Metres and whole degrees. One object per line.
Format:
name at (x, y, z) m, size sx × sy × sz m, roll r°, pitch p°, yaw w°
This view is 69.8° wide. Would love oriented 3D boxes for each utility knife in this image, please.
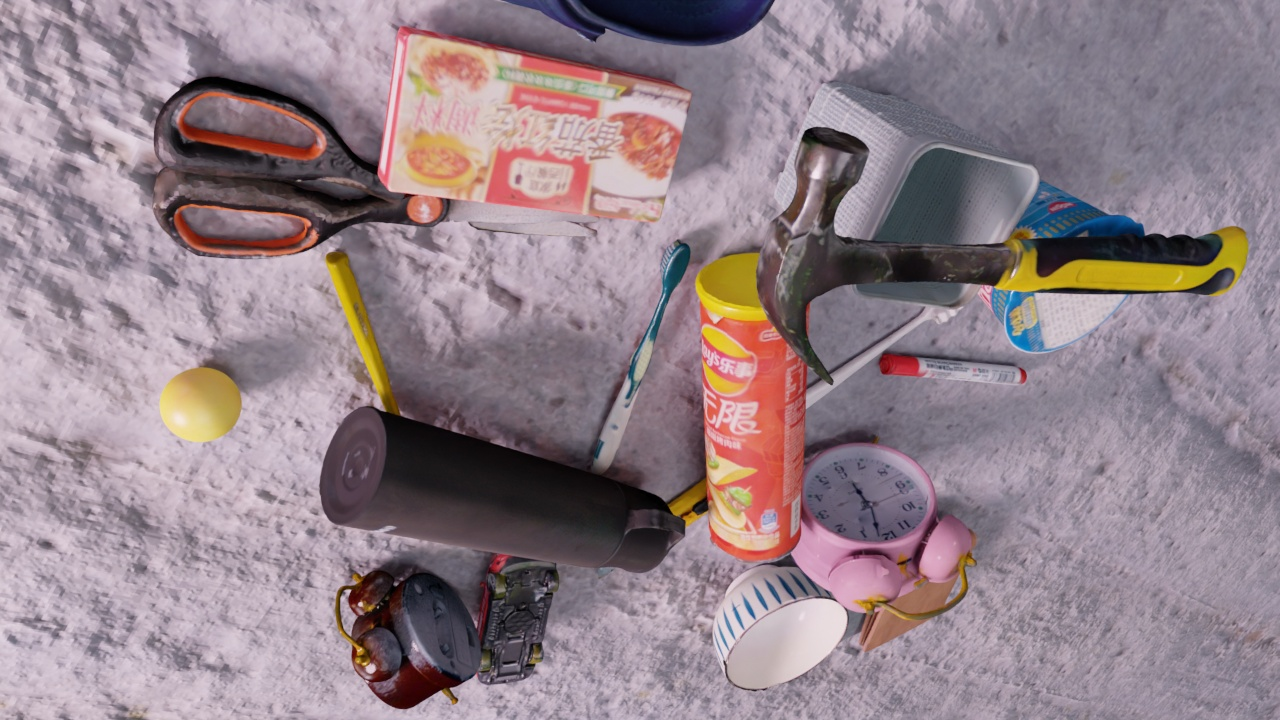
utility knife at (0.036, 0.118, 0.709) m, size 0.176 × 0.015 × 0.033 m, roll -36°, pitch 129°, yaw 5°

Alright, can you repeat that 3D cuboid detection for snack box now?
snack box at (-0.051, -0.116, 0.469) m, size 0.152 × 0.025 × 0.075 m, roll 2°, pitch 115°, yaw -29°

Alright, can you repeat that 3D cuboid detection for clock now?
clock at (0.177, 0.129, 0.686) m, size 0.117 × 0.158 × 0.060 m, roll -18°, pitch 134°, yaw -12°
clock at (-0.163, 0.189, 0.632) m, size 0.055 × 0.082 × 0.122 m, roll -33°, pitch 135°, yaw 11°

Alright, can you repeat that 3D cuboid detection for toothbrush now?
toothbrush at (-0.149, 0.016, 0.546) m, size 0.016 × 0.015 × 0.190 m, roll -21°, pitch 131°, yaw -14°
toothbrush at (-0.004, 0.004, 0.604) m, size 0.016 × 0.018 × 0.192 m, roll 3°, pitch 127°, yaw -27°
toothbrush at (0.159, 0.007, 0.677) m, size 0.180 × 0.016 × 0.016 m, roll -35°, pitch 130°, yaw 5°

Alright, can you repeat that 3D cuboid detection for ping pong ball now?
ping pong ball at (-0.237, 0.024, 0.495) m, size 0.040 × 0.040 × 0.040 m, roll -12°, pitch 130°, yaw -16°

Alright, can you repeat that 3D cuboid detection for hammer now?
hammer at (0.206, -0.050, 0.493) m, size 0.322 × 0.032 × 0.126 m, roll -2°, pitch 126°, yaw -24°

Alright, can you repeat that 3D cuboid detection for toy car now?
toy car at (-0.096, 0.186, 0.683) m, size 0.052 × 0.045 × 0.121 m, roll 2°, pitch 119°, yaw -28°

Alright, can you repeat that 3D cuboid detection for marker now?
marker at (0.247, 0.008, 0.718) m, size 0.145 × 0.017 × 0.017 m, roll 4°, pitch 123°, yaw -27°

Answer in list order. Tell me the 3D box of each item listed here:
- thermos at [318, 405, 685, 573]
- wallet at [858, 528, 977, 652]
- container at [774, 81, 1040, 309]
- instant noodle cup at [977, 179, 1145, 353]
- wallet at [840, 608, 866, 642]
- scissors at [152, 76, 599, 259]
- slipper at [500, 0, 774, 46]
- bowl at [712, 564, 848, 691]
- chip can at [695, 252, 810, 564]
thermos at (-0.070, 0.088, 0.583) m, size 0.090 × 0.068 × 0.242 m, roll -19°, pitch 151°, yaw 40°
wallet at (0.249, 0.209, 0.831) m, size 0.101 × 0.020 × 0.115 m, roll -15°, pitch 132°, yaw -27°
container at (0.143, -0.098, 0.524) m, size 0.089 × 0.111 × 0.090 m, roll 5°, pitch 123°, yaw -27°
instant noodle cup at (0.244, -0.075, 0.588) m, size 0.099 × 0.110 × 0.099 m, roll -12°, pitch 130°, yaw -15°
wallet at (0.209, 0.194, 0.832) m, size 0.106 × 0.037 × 0.130 m, roll -14°, pitch 129°, yaw -27°
scissors at (-0.121, -0.095, 0.467) m, size 0.234 × 0.021 × 0.140 m, roll -14°, pitch 130°, yaw -14°
slipper at (-0.037, -0.192, 0.385) m, size 0.252 × 0.095 × 0.105 m, roll 11°, pitch 118°, yaw -35°
bowl at (0.112, 0.220, 0.789) m, size 0.116 × 0.066 × 0.117 m, roll -13°, pitch 130°, yaw -16°
chip can at (0.077, 0.038, 0.616) m, size 0.073 × 0.073 × 0.217 m, roll -15°, pitch 125°, yaw -13°
